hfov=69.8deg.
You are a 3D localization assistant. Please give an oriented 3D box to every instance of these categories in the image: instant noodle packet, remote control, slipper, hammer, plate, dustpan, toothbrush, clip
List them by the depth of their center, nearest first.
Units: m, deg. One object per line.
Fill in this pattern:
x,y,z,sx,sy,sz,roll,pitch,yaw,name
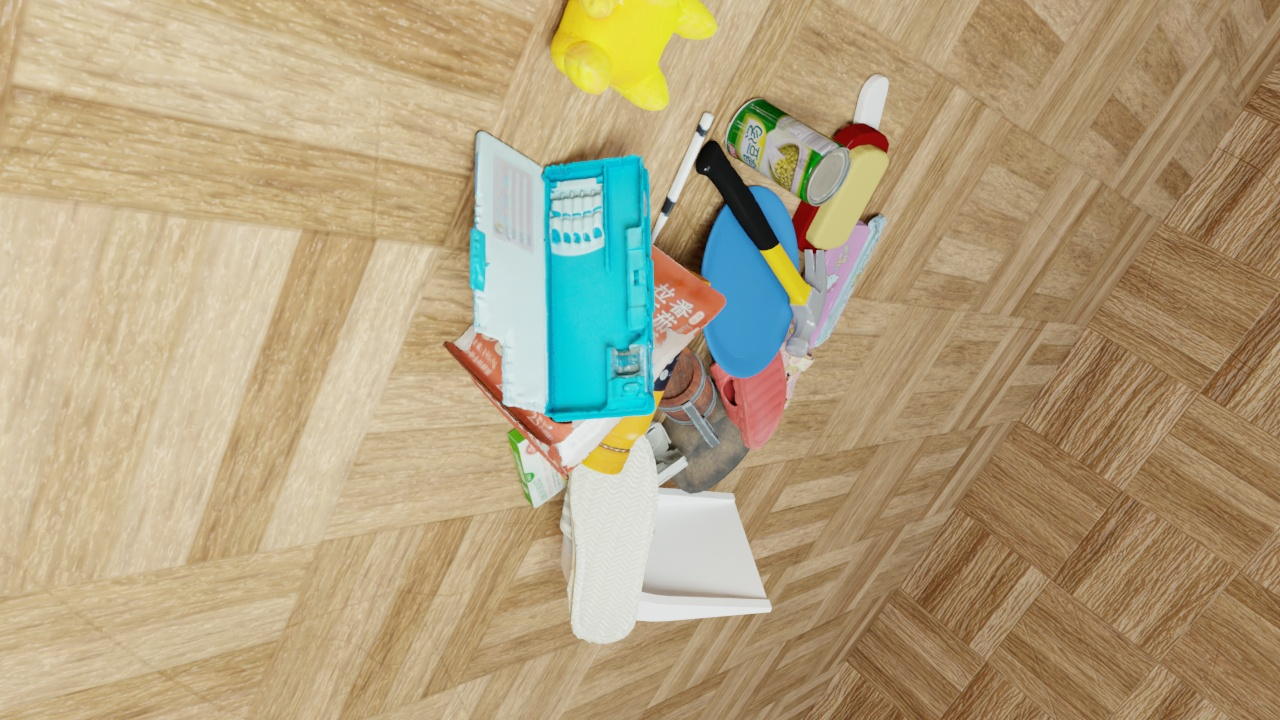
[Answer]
-0.047,-0.024,0.866,0.220,0.164,0.084,-42,147,-12,instant noodle packet
0.034,-0.171,0.959,0.017,0.012,0.187,-22,142,-58,toothbrush
0.146,-0.136,1.058,0.323,0.029,0.126,46,61,-46,hammer
-0.038,0.201,1.083,0.054,0.114,0.273,-108,-160,-81,slipper
0.124,-0.092,1.083,0.223,0.024,0.224,-15,109,-51,plate
0.278,-0.289,1.136,0.043,0.013,0.137,-30,144,-28,remote control
0.129,-0.005,1.170,0.103,0.059,0.249,-30,117,-42,slipper
0.000,0.151,1.171,0.126,0.105,0.152,-35,150,-2,clip
0.027,0.242,1.198,0.257,0.191,0.053,-1,132,-13,dustpan
0.201,-0.005,1.256,0.081,0.093,0.198,-9,133,-10,slipper

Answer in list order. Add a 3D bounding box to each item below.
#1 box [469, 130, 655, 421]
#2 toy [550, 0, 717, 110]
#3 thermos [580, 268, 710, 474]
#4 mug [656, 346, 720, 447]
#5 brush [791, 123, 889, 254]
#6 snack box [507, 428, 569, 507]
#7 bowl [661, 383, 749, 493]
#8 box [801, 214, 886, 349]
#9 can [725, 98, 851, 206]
-0.069,-0.066,0.771,0.168,0.227,0.087,4,164,-21,box
0.001,-0.297,0.706,0.134,0.087,0.194,-8,129,-44,toy
-0.006,0.006,0.990,0.076,0.091,0.233,19,103,-15,thermos
0.058,0.049,1.130,0.081,0.117,0.111,-32,153,6,mug
0.251,-0.207,1.144,0.082,0.042,0.174,-6,132,-38,brush
-0.073,0.086,1.086,0.167,0.027,0.132,-34,145,-23,snack box
0.090,0.100,1.265,0.161,0.070,0.162,-32,145,-26,bowl
0.275,-0.108,1.311,0.151,0.041,0.215,-16,136,-48,box
0.151,-0.216,0.949,0.067,0.121,0.067,-33,146,-26,can
